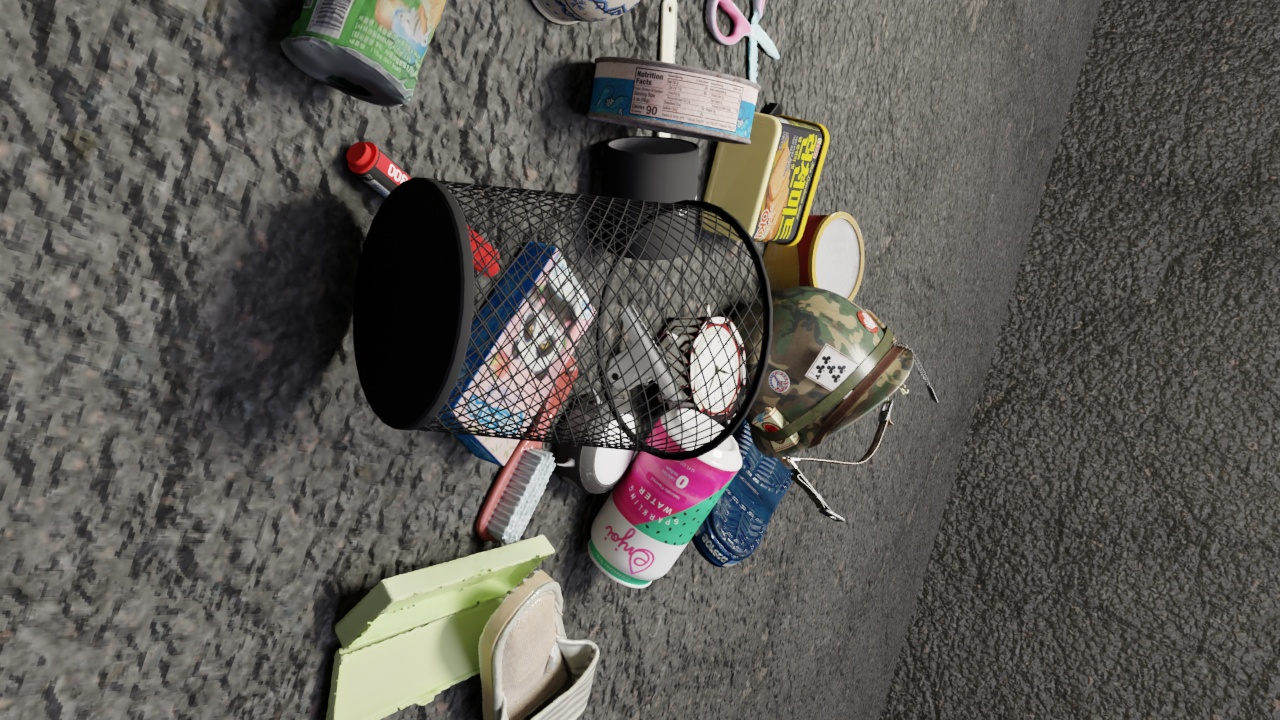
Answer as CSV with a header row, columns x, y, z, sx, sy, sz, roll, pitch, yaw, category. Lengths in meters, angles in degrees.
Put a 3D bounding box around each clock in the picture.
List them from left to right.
x,y,z,sx,sy,sz,roll,pitch,yaw,category
-0.034,0.078,0.841,0.123,0.044,0.091,43,68,-58,clock
0.059,0.027,0.948,0.114,0.065,0.155,-37,120,-47,clock
0.216,-0.124,1.121,0.158,0.081,0.117,-19,110,-44,clock

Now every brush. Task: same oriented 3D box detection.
x,y,z,sx,sy,sz,roll,pitch,yaw,category
-0.085,0.075,0.770,0.172,0.030,0.041,-66,150,-14,brush
0.021,-0.211,0.822,0.033,0.012,0.218,-27,126,-52,brush

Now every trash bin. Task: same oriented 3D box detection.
x,y,z,sx,sy,sz,roll,pitch,yaw,category
-0.056,-0.027,0.588,0.209,0.184,0.184,4,102,-39,trash bin

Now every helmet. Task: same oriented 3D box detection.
x,y,z,sx,sy,sz,roll,pitch,yaw,category
0.205,0.031,1.023,0.192,0.225,0.236,-43,119,-25,helmet

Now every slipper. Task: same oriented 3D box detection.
x,y,z,sx,sy,sz,roll,pitch,yaw,category
-0.089,0.282,0.810,0.114,0.054,0.273,-38,145,-28,slipper
0.105,0.153,1.076,0.095,0.105,0.252,-41,-176,31,slipper

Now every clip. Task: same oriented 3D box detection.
x,y,z,sx,sy,sz,roll,pitch,yaw,category
-0.004,0.004,0.851,0.054,0.101,0.040,-38,166,34,clip

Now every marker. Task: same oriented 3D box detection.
x,y,z,sx,sy,sz,roll,pitch,yaw,category
-0.138,-0.095,0.599,0.021,0.023,0.145,-35,149,8,marker

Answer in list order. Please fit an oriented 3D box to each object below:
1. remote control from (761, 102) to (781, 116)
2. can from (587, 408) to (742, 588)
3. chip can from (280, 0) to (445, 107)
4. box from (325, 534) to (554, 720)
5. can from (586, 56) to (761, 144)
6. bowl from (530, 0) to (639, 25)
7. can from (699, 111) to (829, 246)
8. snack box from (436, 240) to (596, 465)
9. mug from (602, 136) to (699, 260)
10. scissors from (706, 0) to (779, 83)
x,y,z,sx,sy,sz,roll,pitch,yaw,category
0.155,-0.222,1.039,0.034,0.013,0.150,-54,146,-23,remote control
0.021,0.131,0.877,0.088,0.088,0.166,-2,128,-59,can
-0.121,-0.251,0.497,0.075,0.075,0.223,26,82,-60,chip can
-0.155,0.202,0.708,0.187,0.048,0.141,-4,120,-59,box
0.025,-0.200,0.712,0.129,0.130,0.044,-10,113,-58,can
-0.029,-0.295,0.644,0.115,0.059,0.116,-34,133,-48,bowl
0.125,-0.186,0.936,0.100,0.072,0.131,-8,117,-52,can
-0.097,-0.006,0.706,0.154,0.033,0.088,-60,147,-21,snack box
0.015,-0.143,0.783,0.113,0.078,0.088,-43,139,-57,mug
0.113,-0.348,0.904,0.170,0.014,0.168,9,97,-60,scissors
